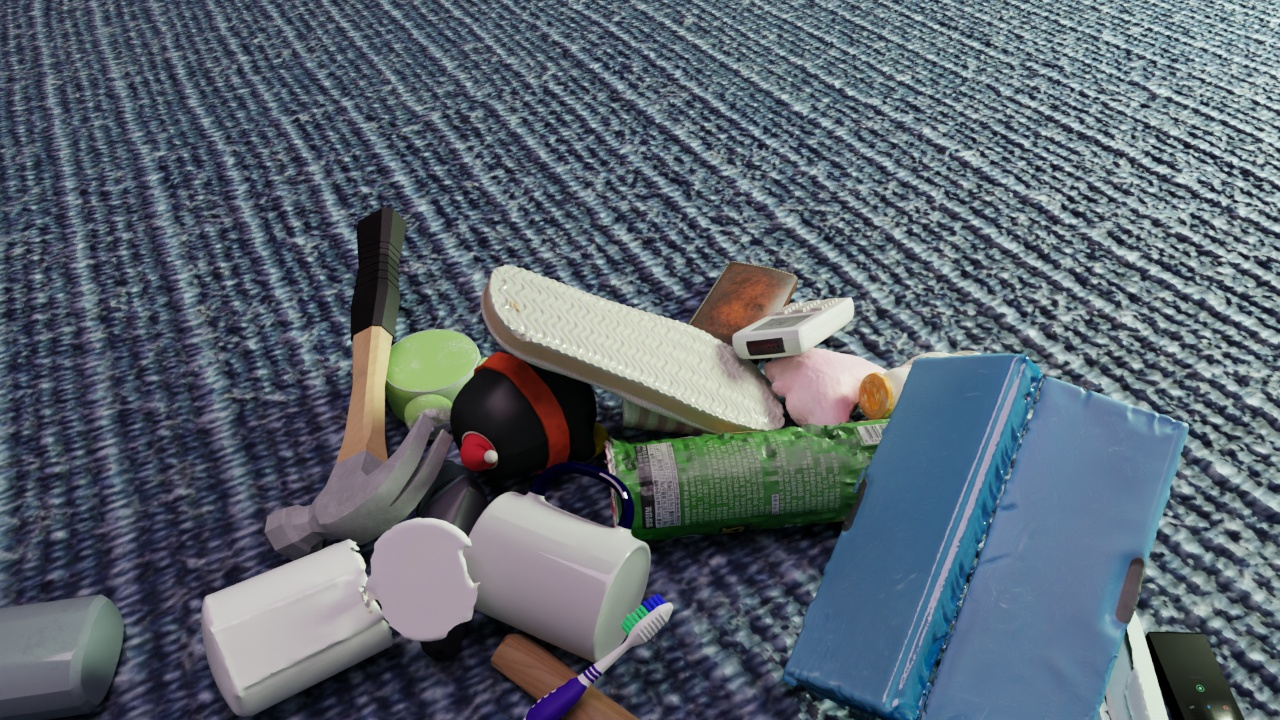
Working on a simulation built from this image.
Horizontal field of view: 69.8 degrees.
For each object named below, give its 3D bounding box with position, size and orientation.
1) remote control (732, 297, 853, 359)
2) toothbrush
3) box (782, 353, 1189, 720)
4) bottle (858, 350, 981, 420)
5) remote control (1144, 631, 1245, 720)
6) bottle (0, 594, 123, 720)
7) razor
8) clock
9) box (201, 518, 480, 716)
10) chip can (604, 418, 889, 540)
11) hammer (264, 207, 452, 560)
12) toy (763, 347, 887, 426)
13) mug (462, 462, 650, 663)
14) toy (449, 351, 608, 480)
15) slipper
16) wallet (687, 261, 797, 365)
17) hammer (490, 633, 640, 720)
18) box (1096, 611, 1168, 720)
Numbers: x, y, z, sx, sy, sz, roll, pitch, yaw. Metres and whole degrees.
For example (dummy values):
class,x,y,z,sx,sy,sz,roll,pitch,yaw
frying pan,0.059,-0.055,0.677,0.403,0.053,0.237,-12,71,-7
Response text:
class,x,y,z,sx,sy,sz,roll,pitch,yaw
remote control,0.129,-0.028,0.759,0.060,0.025,0.138,-5,12,32
toothbrush,-0.054,0.200,0.521,0.186,0.015,0.016,-40,43,-11
box,0.193,0.104,0.531,0.173,0.066,0.231,12,66,39
bottle,0.219,0.025,0.695,0.108,0.063,0.063,-2,39,-23
remote control,0.329,0.221,0.518,0.034,0.013,0.149,0,41,3
bottle,-0.413,0.190,0.562,0.161,0.046,0.072,-7,42,-5
razor,-0.130,0.133,0.620,0.052,0.047,0.142,-23,43,13
clock,-0.165,0.018,0.750,0.119,0.043,0.094,33,53,32
box,-0.180,0.151,0.554,0.159,0.119,0.084,-22,83,-24
chip can,0.089,0.082,0.643,0.223,0.076,0.075,-5,41,-4
hammer,-0.210,-0.006,0.718,0.131,0.039,0.327,-25,45,15
toy,0.143,0.020,0.726,0.093,0.050,0.102,27,40,32
mug,-0.048,0.121,0.584,0.097,0.078,0.112,17,82,21
toy,-0.092,0.042,0.674,0.097,0.100,0.119,33,51,31
slipper,-0.004,0.004,0.674,0.262,0.052,0.115,20,34,-32
wallet,0.091,-0.044,0.825,0.072,0.019,0.122,16,44,19
hammer,0.043,0.238,0.493,0.329,0.052,0.097,23,47,30
box,0.241,0.214,0.508,0.096,0.086,0.198,-21,33,26
